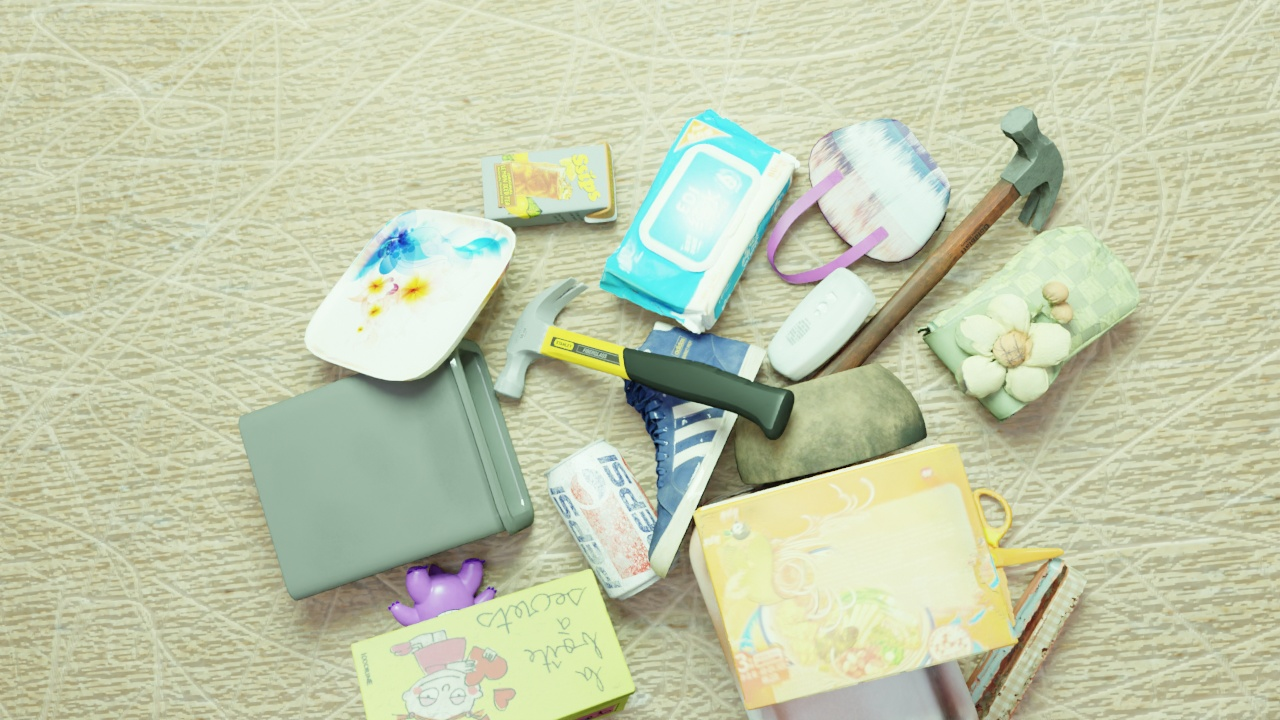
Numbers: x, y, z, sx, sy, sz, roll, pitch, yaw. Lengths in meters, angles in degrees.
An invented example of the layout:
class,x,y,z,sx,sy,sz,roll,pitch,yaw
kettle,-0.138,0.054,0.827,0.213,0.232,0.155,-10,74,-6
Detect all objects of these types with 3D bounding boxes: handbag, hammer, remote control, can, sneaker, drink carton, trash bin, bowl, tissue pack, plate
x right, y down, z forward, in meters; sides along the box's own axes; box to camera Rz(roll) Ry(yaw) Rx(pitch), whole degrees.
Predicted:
class,x,y,z,sx,sy,sz,roll,pitch,yaw
handbag,0.195,-0.137,0.861,0.170,0.068,0.144,-38,88,10
hammer,-0.005,0.005,0.801,0.324,0.029,0.127,16,85,42
hammer,0.266,-0.080,0.840,0.301,0.111,0.028,-48,40,10
remote control,0.165,-0.032,0.850,0.114,0.028,0.060,-51,39,17
handbag,0.346,-0.039,0.807,0.186,0.117,0.113,-41,83,4
can,-0.027,0.147,0.856,0.078,0.078,0.136,-32,84,3
sneaker,0.016,0.065,0.830,0.118,0.091,0.232,24,70,8
drink carton,-0.087,-0.169,0.896,0.125,0.048,0.076,-5,86,6
trash bin,0.160,0.228,0.792,0.181,0.157,0.259,-21,85,5
trash bin,-0.239,0.103,0.874,0.220,0.097,0.191,-19,85,6
bowl,0.156,0.051,0.784,0.162,0.162,0.070,-16,86,5
tissue pack,0.058,-0.134,0.861,0.117,0.066,0.209,28,79,10
plate,-0.214,-0.063,0.863,0.187,0.016,0.186,15,63,34

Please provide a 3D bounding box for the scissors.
class,x,y,z,sx,sy,sz,roll,pitch,yaw
scissors,0.315,0.180,0.835,0.130,0.011,0.125,-20,64,22

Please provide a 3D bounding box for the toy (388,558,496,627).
class,x,y,z,sx,sy,sz,roll,pitch,yaw
toy,-0.189,0.237,0.880,0.106,0.056,0.088,-2,84,-29

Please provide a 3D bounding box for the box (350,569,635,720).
class,x,y,z,sx,sy,sz,roll,pitch,yaw
box,-0.127,0.279,0.808,0.220,0.082,0.124,-13,60,-14

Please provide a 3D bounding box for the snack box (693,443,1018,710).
class,x,y,z,sx,sy,sz,roll,pitch,yaw
snack box,0.152,0.156,0.678,0.195,0.080,0.145,-16,84,5

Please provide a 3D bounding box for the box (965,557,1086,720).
class,x,y,z,sx,sy,sz,roll,pitch,yaw
box,0.343,0.264,0.826,0.058,0.060,0.187,32,91,51
